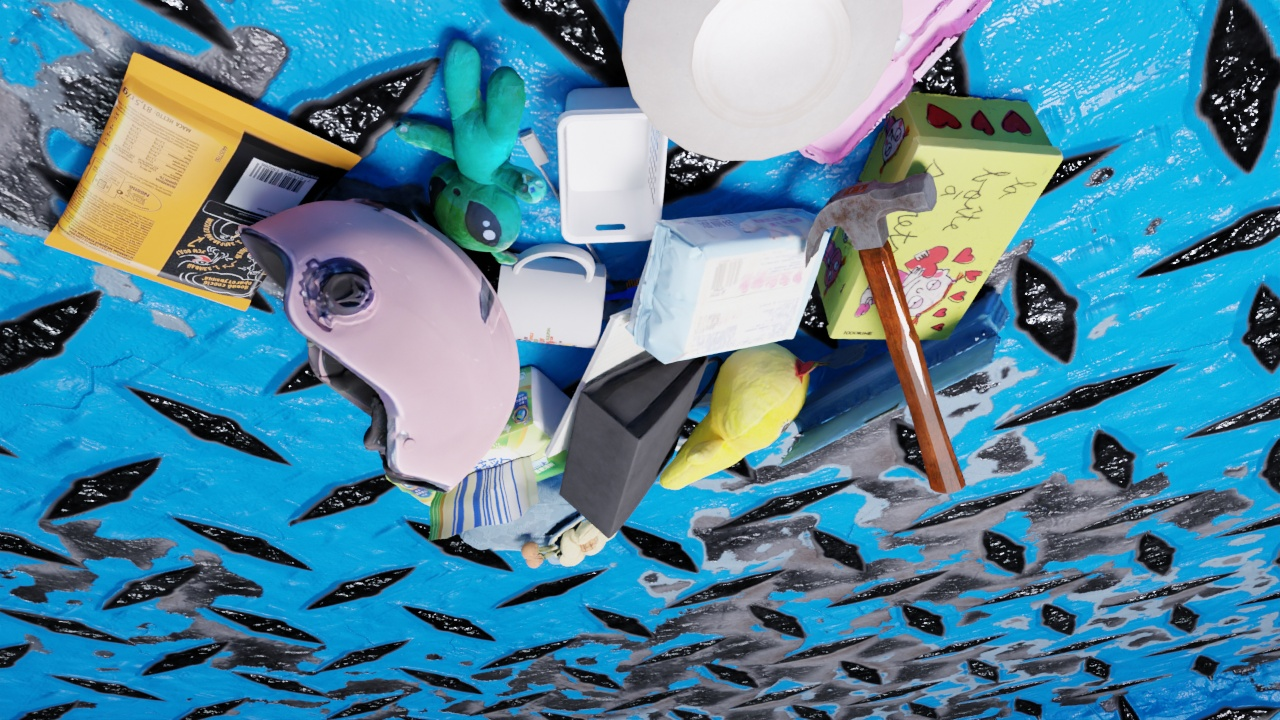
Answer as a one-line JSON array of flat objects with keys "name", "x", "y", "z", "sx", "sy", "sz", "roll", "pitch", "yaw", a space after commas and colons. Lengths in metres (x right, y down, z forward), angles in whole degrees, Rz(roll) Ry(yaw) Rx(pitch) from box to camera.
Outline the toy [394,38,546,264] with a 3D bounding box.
[{"name": "toy", "x": -0.120, "y": -0.147, "z": 0.695, "sx": 0.131, "sy": 0.072, "sz": 0.194, "roll": 32, "pitch": 139, "yaw": 13}]

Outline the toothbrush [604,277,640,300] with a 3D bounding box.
[{"name": "toothbrush", "x": -0.080, "y": -0.058, "z": 0.862, "sx": 0.182, "sy": 0.018, "sz": 0.016, "roll": -6, "pitch": 143, "yaw": 4}]

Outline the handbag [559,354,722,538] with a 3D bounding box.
[{"name": "handbag", "x": 0.021, "y": 0.055, "z": 0.924, "sx": 0.195, "sy": 0.072, "sz": 0.176, "roll": -37, "pitch": 157, "yaw": -34}]

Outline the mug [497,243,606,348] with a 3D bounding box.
[{"name": "mug", "x": -0.077, "y": -0.062, "z": 0.797, "sx": 0.089, "sy": 0.073, "sz": 0.105, "roll": 6, "pitch": 142, "yaw": -6}]

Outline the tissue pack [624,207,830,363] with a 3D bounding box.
[{"name": "tissue pack", "x": 0.078, "y": -0.068, "z": 0.776, "sx": 0.181, "sy": 0.070, "sz": 0.112, "roll": -12, "pitch": 128, "yaw": -36}]

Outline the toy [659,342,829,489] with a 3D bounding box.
[{"name": "toy", "x": 0.100, "y": 0.058, "z": 0.948, "sx": 0.092, "sy": 0.133, "sz": 0.208, "roll": 40, "pitch": 103, "yaw": 5}]

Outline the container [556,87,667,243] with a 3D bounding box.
[{"name": "container", "x": -0.024, "y": -0.153, "z": 0.710, "sx": 0.080, "sy": 0.049, "sz": 0.129, "roll": -3, "pitch": 143, "yaw": -5}]

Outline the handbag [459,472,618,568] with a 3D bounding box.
[{"name": "handbag", "x": -0.122, "y": 0.192, "z": 1.103, "sx": 0.191, "sy": 0.118, "sz": 0.122, "roll": 3, "pitch": 143, "yaw": -21}]

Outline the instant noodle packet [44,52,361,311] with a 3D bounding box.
[{"name": "instant noodle packet", "x": -0.345, "y": -0.124, "z": 0.715, "sx": 0.159, "sy": 0.032, "sz": 0.221, "roll": 22, "pitch": 135, "yaw": -36}]

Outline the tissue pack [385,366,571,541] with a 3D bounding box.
[{"name": "tissue pack", "x": -0.165, "y": 0.114, "z": 0.971, "sx": 0.198, "sy": 0.141, "sz": 0.120, "roll": -25, "pitch": 140, "yaw": 24}]

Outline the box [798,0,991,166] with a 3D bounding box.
[{"name": "box", "x": 0.144, "y": -0.245, "z": 0.627, "sx": 0.159, "sy": 0.035, "sz": 0.231, "roll": 18, "pitch": 137, "yaw": -25}]

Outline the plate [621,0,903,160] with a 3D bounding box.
[{"name": "plate", "x": 0.083, "y": -0.207, "z": 0.604, "sx": 0.188, "sy": 0.027, "sz": 0.189, "roll": -5, "pitch": 135, "yaw": -5}]

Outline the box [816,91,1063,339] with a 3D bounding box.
[{"name": "box", "x": 0.241, "y": -0.114, "z": 0.778, "sx": 0.124, "sy": 0.080, "sz": 0.222, "roll": 3, "pitch": 144, "yaw": -11}]

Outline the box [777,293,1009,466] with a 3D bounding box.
[{"name": "box", "x": 0.246, "y": 0.018, "z": 0.905, "sx": 0.232, "sy": 0.033, "sz": 0.174, "roll": -32, "pitch": -179, "yaw": 31}]

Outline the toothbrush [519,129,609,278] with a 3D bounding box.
[{"name": "toothbrush", "x": -0.056, "y": -0.126, "z": 0.775, "sx": 0.010, "sy": 0.010, "sz": 0.181, "roll": -19, "pitch": 142, "yaw": 11}]

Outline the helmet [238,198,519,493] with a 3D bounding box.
[{"name": "helmet", "x": -0.193, "y": -0.026, "z": 0.719, "sx": 0.152, "sy": 0.255, "sz": 0.230, "roll": -39, "pitch": 173, "yaw": -15}]

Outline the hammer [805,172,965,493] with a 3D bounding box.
[{"name": "hammer", "x": 0.221, "y": -0.009, "z": 0.764, "sx": 0.111, "sy": 0.028, "sz": 0.301, "roll": -3, "pitch": 123, "yaw": 38}]

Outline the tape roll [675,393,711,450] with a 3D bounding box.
[{"name": "tape roll", "x": 0.064, "y": 0.071, "z": 1.043, "sx": 0.093, "sy": 0.013, "sz": 0.093, "roll": -12, "pitch": 142, "yaw": -9}]

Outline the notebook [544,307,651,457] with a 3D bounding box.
[{"name": "notebook", "x": -0.005, "y": 0.005, "z": 0.883, "sx": 0.152, "sy": 0.012, "sz": 0.209, "roll": -24, "pitch": 154, "yaw": -39}]
